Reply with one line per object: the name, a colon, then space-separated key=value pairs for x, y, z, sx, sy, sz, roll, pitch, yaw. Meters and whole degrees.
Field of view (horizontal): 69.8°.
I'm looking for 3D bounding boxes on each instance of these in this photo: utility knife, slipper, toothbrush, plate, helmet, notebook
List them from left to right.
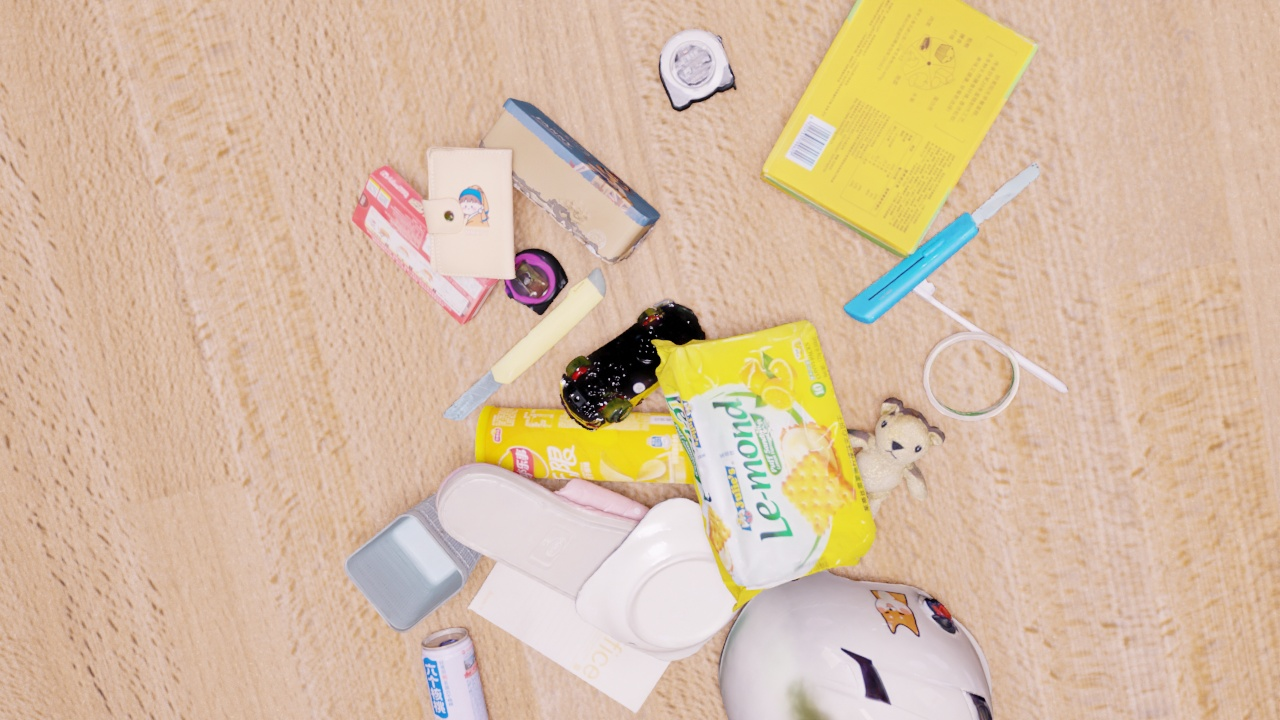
utility knife: x=-0.114 y=-0.010 z=0.908 sx=0.216 sy=0.022 sz=0.031 roll=-42 pitch=91 yaw=2
slipper: x=-0.066 y=0.167 z=0.879 sx=0.274 sy=0.054 sz=0.114 roll=25 pitch=110 yaw=-20
notebook: x=-0.053 y=0.250 z=0.940 sx=0.206 sy=0.010 sz=0.146 roll=33 pitch=97 yaw=0
plate: x=0.038 y=0.221 z=0.876 sx=0.164 sy=0.034 sz=0.164 roll=34 pitch=102 yaw=-28
helmet: x=0.208 y=0.327 z=0.852 sx=0.274 sy=0.156 sz=0.230 roll=25 pitch=99 yaw=2
utility knife: x=0.284 y=-0.109 z=0.855 sx=0.219 sy=0.034 sz=0.018 roll=-40 pitch=131 yaw=7
toothbrush: x=0.331 y=-0.024 z=0.868 sx=0.180 sy=0.016 sz=0.016 roll=35 pitch=93 yaw=1

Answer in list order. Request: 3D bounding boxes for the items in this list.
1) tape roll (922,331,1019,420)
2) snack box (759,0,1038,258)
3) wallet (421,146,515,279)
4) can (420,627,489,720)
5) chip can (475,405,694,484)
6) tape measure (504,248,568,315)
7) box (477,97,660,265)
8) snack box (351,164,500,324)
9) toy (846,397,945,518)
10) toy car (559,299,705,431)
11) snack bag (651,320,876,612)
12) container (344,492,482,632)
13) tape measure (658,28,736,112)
tape roll: x=0.311 y=0.015 z=0.866 sx=0.086 sy=0.013 sz=0.086 roll=4 pitch=108 yaw=12
snack box: x=0.226 y=-0.220 z=0.824 sx=0.157 sy=0.070 sz=0.210 roll=29 pitch=99 yaw=1
wallet: x=-0.155 y=-0.132 z=0.821 sx=0.087 sy=0.024 sz=0.115 roll=5 pitch=108 yaw=15
can: x=-0.188 y=0.348 z=0.944 sx=0.053 sy=0.053 sz=0.134 roll=-10 pitch=96 yaw=6
chip can: x=-0.048 y=0.081 z=0.888 sx=0.213 sy=0.072 sz=0.072 roll=1 pitch=97 yaw=5
tape measure: x=-0.103 y=-0.079 z=0.888 sx=0.058 sy=0.039 sz=0.057 roll=42 pitch=99 yaw=-1
box: x=-0.070 y=-0.169 z=0.849 sx=0.184 sy=0.089 sz=0.062 roll=42 pitch=105 yaw=-2
snack box: x=-0.207 y=-0.109 z=0.881 sx=0.153 sy=0.025 sz=0.075 roll=44 pitch=140 yaw=-1
toy: x=0.220 y=0.112 z=0.871 sx=0.105 sy=0.066 sz=0.157 roll=35 pitch=114 yaw=15
toy car: x=-0.005 y=0.005 z=0.870 sx=0.155 sy=0.041 sz=0.071 roll=-38 pitch=69 yaw=-17
snack bag: x=0.111 y=0.084 z=0.831 sx=0.157 sy=0.068 sz=0.246 roll=-12 pitch=82 yaw=-27
container: x=-0.212 y=0.190 z=0.897 sx=0.090 sy=0.111 sz=0.090 roll=-39 pitch=91 yaw=8
tape measure: x=0.050 y=-0.272 z=0.853 sx=0.066 sy=0.033 sz=0.066 roll=-20 pitch=97 yaw=6
